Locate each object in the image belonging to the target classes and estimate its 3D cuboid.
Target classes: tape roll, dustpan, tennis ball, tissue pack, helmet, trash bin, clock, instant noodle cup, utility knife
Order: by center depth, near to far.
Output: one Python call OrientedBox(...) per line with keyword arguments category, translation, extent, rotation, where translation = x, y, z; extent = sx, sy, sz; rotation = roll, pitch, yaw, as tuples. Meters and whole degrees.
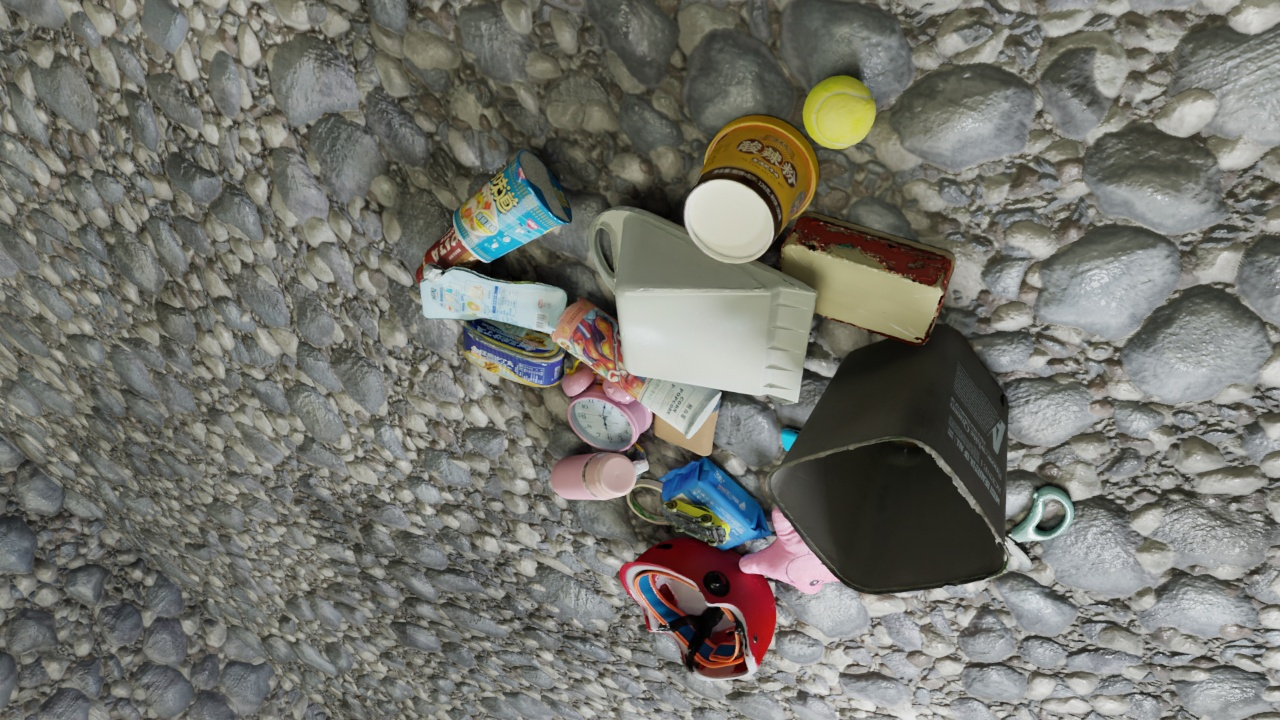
OrientedBox(category="tennis ball", translation=(0.182, -0.227, 0.842), extent=(0.065, 0.065, 0.066), rotation=(16, 135, 17))
OrientedBox(category="instant noodle cup", translation=(0.104, -0.165, 0.909), extent=(0.118, 0.114, 0.119), rotation=(17, 134, 18))
OrientedBox(category="trash bin", translation=(0.280, 0.096, 0.966), extent=(0.199, 0.219, 0.199), rotation=(-22, 114, 42))
OrientedBox(category="dustpan", translation=(0.059, -0.075, 1.034), extent=(0.258, 0.142, 0.223), rotation=(4, 147, 6))
OrientedBox(category="instant noodle cup", translation=(-0.150, -0.169, 1.041), extent=(0.110, 0.099, 0.099), rotation=(-30, 112, 19))
OrientedBox(category="utility knife", translation=(0.262, 0.120, 1.146), extent=(0.179, 0.018, 0.034), rotation=(15, 134, 17))
OrientedBox(category="clock", translation=(-0.046, 0.055, 1.236), extent=(0.117, 0.059, 0.159), rotation=(8, 131, 24))
OrientedBox(category="tissue pack", translation=(0.105, 0.202, 1.286), extent=(0.157, 0.052, 0.095), rotation=(43, 138, -11))
OrientedBox(category="helmet", translation=(0.098, 0.345, 1.358), extent=(0.240, 0.143, 0.208), rotation=(45, 143, 4))
OrientedBox(category="tape roll", translation=(0.020, 0.212, 1.373), extent=(0.086, 0.013, 0.086), rotation=(16, 135, 17))

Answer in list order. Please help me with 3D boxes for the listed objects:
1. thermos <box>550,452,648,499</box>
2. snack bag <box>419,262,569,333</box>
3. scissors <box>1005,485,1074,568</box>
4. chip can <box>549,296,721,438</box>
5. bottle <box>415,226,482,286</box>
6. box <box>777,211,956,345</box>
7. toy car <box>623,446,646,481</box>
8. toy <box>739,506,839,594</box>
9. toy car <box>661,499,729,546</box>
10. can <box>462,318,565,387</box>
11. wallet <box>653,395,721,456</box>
OrientedBox(category="thermos", translation=(-0.058, 0.160, 1.295), extent=(0.199, 0.087, 0.067), rotation=(-21, 86, 65))
OrientedBox(category="snack bag", translation=(-0.189, -0.076, 1.177), extent=(0.191, 0.038, 0.110), rotation=(10, 154, -2))
OrientedBox(category="scissors", translation=(0.423, 0.186, 1.111), extent=(0.179, 0.019, 0.171), rotation=(25, 138, 7))
OrientedBox(category="chip can", translation=(-0.007, 0.007, 1.139), extent=(0.215, 0.071, 0.071), rotation=(35, 138, 12))
OrientedBox(category="bottle", translation=(-0.230, -0.140, 1.169), extent=(0.057, 0.057, 0.175), rotation=(46, 136, -14))
OrientedBox(category="box", translation=(0.225, -0.081, 0.941), extent=(0.168, 0.077, 0.091), rotation=(19, 136, 14))
OrientedBox(category="toy car", translation=(-0.016, 0.158, 1.327), extent=(0.034, 0.042, 0.091), rotation=(9, 145, -26))
OrientedBox(category="toy", translation=(0.242, 0.257, 1.240), extent=(0.178, 0.074, 0.195), rotation=(19, 132, -6))
OrientedBox(category="toy car", translation=(0.076, 0.218, 1.256), extent=(0.105, 0.032, 0.048), rotation=(14, 136, 37))
OrientedBox(category="can", translation=(-0.170, -0.017, 1.235), extent=(0.148, 0.074, 0.049), rotation=(21, 132, 12))
OrientedBox(category="wallet", translation=(0.060, 0.070, 1.209), extent=(0.090, 0.033, 0.115), rotation=(21, 137, 17))
